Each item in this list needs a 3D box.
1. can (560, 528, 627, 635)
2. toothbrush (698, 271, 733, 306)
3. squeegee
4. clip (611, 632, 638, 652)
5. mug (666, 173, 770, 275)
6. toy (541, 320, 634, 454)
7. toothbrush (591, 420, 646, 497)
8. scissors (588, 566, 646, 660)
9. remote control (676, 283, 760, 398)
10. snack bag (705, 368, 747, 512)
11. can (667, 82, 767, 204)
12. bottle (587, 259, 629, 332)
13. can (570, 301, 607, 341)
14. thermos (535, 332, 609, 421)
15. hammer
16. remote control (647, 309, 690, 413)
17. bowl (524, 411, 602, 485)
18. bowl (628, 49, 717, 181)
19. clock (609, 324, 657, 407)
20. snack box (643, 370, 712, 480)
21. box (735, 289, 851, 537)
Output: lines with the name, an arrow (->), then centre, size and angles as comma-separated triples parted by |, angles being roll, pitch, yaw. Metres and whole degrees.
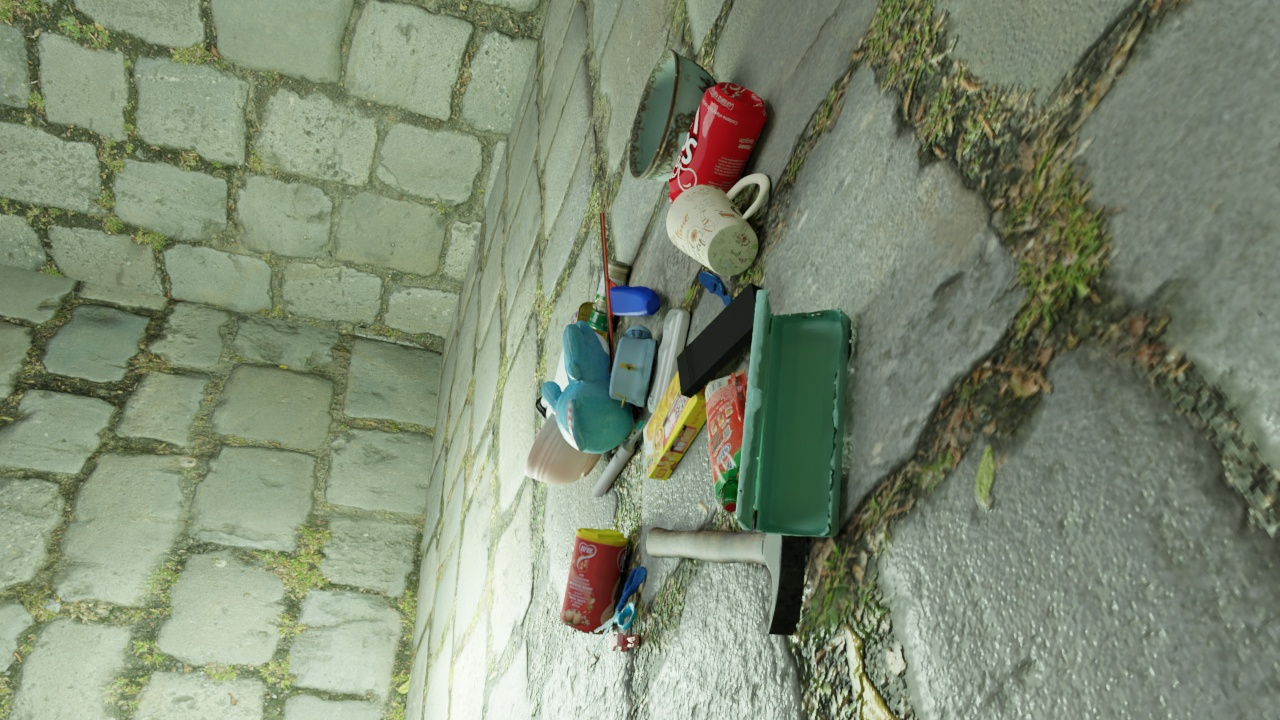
can -> -0.060, 0.279, 1.173 | 0.067, 0.066, 0.124 | -173, 94, -72
toothbrush -> 0.088, -0.080, 1.037 | 0.132, 0.016, 0.021 | -120, 45, -68
squeegee -> -0.011, -0.082, 1.272 | 0.185, 0.055, 0.249 | -156, 61, -72
clip -> -0.025, 0.334, 1.088 | 0.060, 0.043, 0.023 | -24, 51, 52
mug -> 0.096, -0.152, 0.993 | 0.122, 0.081, 0.097 | -47, 33, 9
toy -> -0.079, 0.040, 1.230 | 0.183, 0.115, 0.180 | -28, -79, -69
toothbrush -> -0.028, 0.133, 1.243 | 0.188, 0.019, 0.018 | 122, 160, -47
scissors -> -0.025, 0.299, 1.097 | 0.130, 0.014, 0.116 | -52, 11, 48
remote control -> 0.083, -0.019, 0.965 | 0.134, 0.013, 0.058 | -46, 34, 37
snack bag -> 0.082, 0.079, 0.861 | 0.154, 0.044, 0.087 | -85, 13, -51
can -> 0.085, -0.237, 1.041 | 0.074, 0.074, 0.143 | -101, 28, -50
bottle -> -0.048, -0.100, 1.421 | 0.042, 0.042, 0.110 | -131, 55, -68
can -> -0.086, -0.038, 1.478 | 0.059, 0.054, 0.099 | 145, 134, -67
thermos -> -0.112, 0.034, 1.429 | 0.101, 0.068, 0.231 | 53, 147, 23
hammer -> 0.069, 0.190, 0.897 | 0.331, 0.033, 0.120 | 153, 126, -68
remote control -> 0.033, 0.002, 1.137 | 0.050, 0.022, 0.133 | -167, 88, -73
bowl -> -0.095, 0.122, 1.330 | 0.152, 0.076, 0.153 | -56, -12, -19
bowl -> 0.056, -0.291, 1.134 | 0.160, 0.094, 0.160 | -169, 91, -73
clock -> -0.007, 0.007, 1.186 | 0.124, 0.052, 0.089 | -76, -5, -62
snack box -> 0.043, 0.066, 1.061 | 0.075, 0.025, 0.153 | -96, 25, -42
box -> 0.109, 0.041, 0.725 | 0.077, 0.091, 0.188 | -3, 72, 37
